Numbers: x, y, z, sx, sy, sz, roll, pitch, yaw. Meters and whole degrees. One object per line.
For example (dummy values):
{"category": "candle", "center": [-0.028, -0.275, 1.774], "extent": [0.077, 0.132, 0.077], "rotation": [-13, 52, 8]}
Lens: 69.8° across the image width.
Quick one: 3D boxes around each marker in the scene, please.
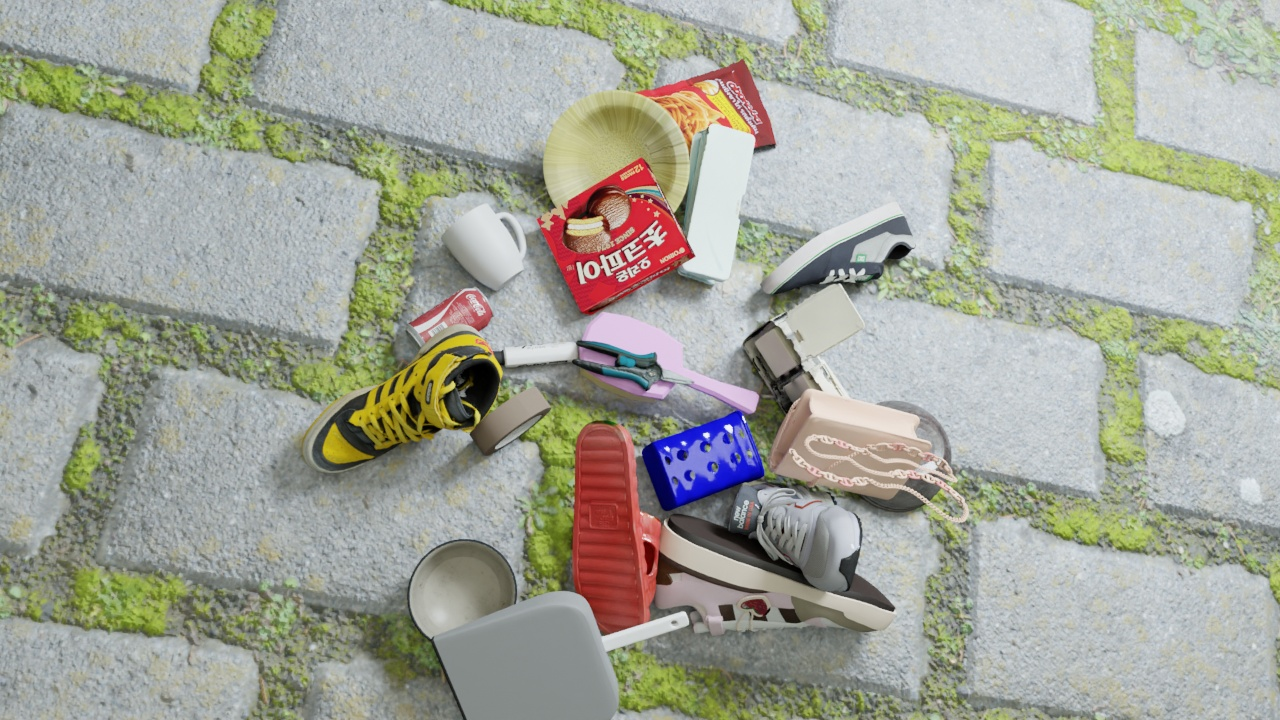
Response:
{"category": "marker", "center": [-0.140, -0.005, 1.111], "extent": [0.125, 0.025, 0.025], "rotation": [-5, 75, -13]}

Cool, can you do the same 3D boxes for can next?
{"category": "can", "center": [-0.226, -0.044, 1.090], "extent": [0.096, 0.054, 0.054], "rotation": [-36, 84, -19]}

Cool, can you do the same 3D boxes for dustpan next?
{"category": "dustpan", "center": [-0.071, 0.320, 0.979], "extent": [0.257, 0.033, 0.163], "rotation": [-18, 105, 1]}

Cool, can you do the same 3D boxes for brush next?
{"category": "brush", "center": [0.034, 0.017, 1.130], "extent": [0.228, 0.043, 0.089], "rotation": [22, 71, -5]}

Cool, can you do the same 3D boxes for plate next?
{"category": "plate", "center": [-0.029, -0.248, 1.168], "extent": [0.184, 0.036, 0.184], "rotation": [2, 107, 6]}

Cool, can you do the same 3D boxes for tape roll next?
{"category": "tape roll", "center": [-0.149, 0.070, 1.051], "extent": [0.093, 0.094, 0.030], "rotation": [-35, 84, -18]}

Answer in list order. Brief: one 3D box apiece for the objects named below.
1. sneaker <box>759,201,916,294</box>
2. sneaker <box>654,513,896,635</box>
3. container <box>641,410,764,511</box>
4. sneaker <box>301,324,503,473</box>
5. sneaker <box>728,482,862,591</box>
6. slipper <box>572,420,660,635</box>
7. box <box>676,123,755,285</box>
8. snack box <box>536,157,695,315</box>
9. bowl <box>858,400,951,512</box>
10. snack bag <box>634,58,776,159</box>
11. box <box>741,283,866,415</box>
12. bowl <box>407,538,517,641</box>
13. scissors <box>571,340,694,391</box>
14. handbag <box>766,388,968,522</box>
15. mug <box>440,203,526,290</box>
{"category": "sneaker", "center": [0.266, -0.128, 1.201], "extent": [0.234, 0.084, 0.079], "rotation": [-27, 81, -21]}
{"category": "sneaker", "center": [0.148, 0.281, 1.060], "extent": [0.293, 0.111, 0.116], "rotation": [19, 97, -9]}
{"category": "container", "center": [0.072, 0.121, 1.088], "extent": [0.113, 0.085, 0.085], "rotation": [-18, 80, -15]}
{"category": "sneaker", "center": [-0.252, 0.058, 1.002], "extent": [0.238, 0.122, 0.086], "rotation": [-40, 121, -12]}
{"category": "sneaker", "center": [0.162, 0.187, 1.023], "extent": [0.124, 0.239, 0.089], "rotation": [13, 94, 1]}
{"category": "slipper", "center": [-0.025, 0.191, 1.043], "extent": [0.059, 0.104, 0.248], "rotation": [0, 84, -55]}
{"category": "box", "center": [0.094, -0.200, 1.174], "extent": [0.085, 0.073, 0.198], "rotation": [16, 81, -45]}
{"category": "snack box", "center": [-0.031, -0.151, 1.132], "extent": [0.152, 0.035, 0.132], "rotation": [-28, 80, 12]}
{"category": "bowl", "center": [0.332, 0.113, 1.152], "extent": [0.145, 0.067, 0.144], "rotation": [3, 74, -11]}
{"category": "snack bag", "center": [0.080, -0.329, 1.245], "extent": [0.207, 0.067, 0.139], "rotation": [-17, 73, -25]}
{"category": "box", "center": [0.219, -0.004, 1.105], "extent": [0.080, 0.182, 0.143], "rotation": [-29, 85, -25]}
{"category": "bowl", "center": [-0.195, 0.257, 1.007], "extent": [0.115, 0.059, 0.115], "rotation": [3, 74, -11]}
{"category": "scissors", "center": [-0.009, 0.001, 1.093], "extent": [0.130, 0.019, 0.135], "rotation": [-30, 84, -18]}
{"category": "handbag", "center": [0.228, 0.133, 1.013], "extent": [0.198, 0.117, 0.186], "rotation": [15, 34, -12]}
{"category": "mug", "center": [-0.177, -0.141, 1.127], "extent": [0.089, 0.071, 0.107], "rotation": [52, 43, -3]}
